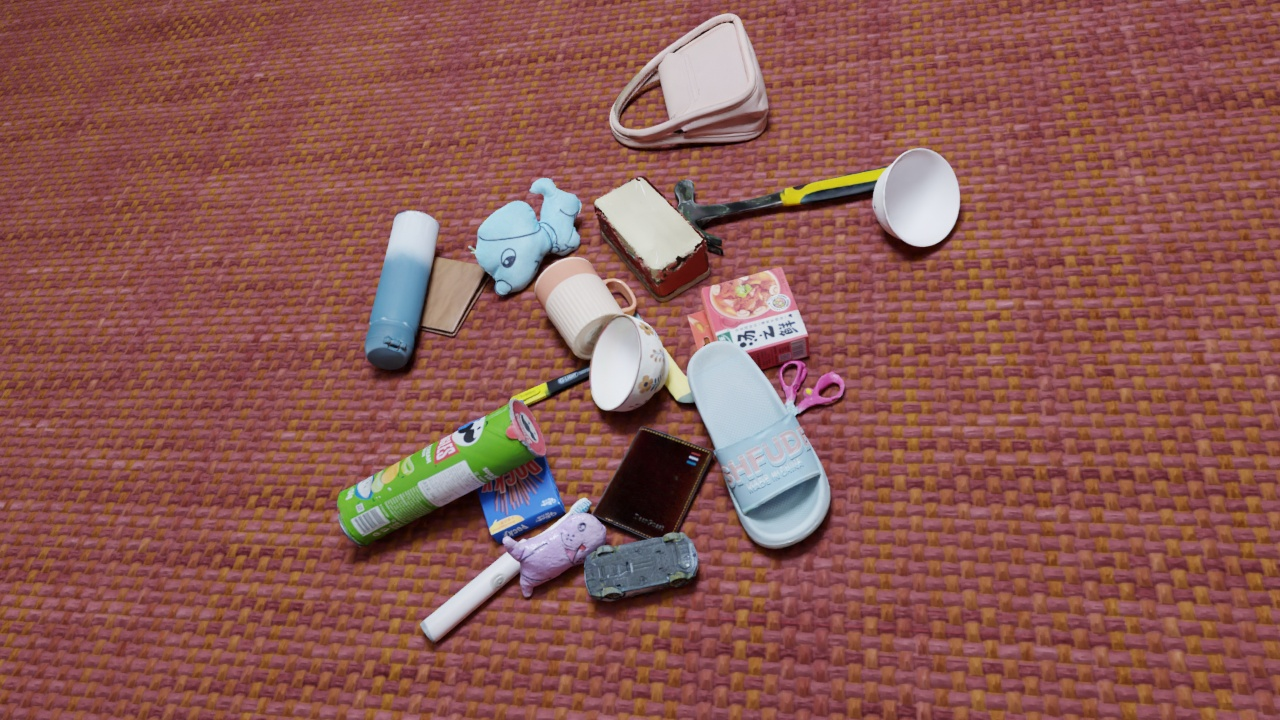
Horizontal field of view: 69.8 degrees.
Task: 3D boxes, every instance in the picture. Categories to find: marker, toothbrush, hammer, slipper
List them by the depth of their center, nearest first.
[{"bbox_3d":[0.122,0.079,0.979,0.104,0.074,0.245,-24,65,-2],"label":"slipper"},{"bbox_3d":[-0.141,0.222,0.992,0.220,0.027,0.026,-38,34,-14],"label":"toothbrush"},{"bbox_3d":[-0.102,0.029,1.123,0.124,0.015,0.018,-23,57,-5],"label":"marker"},{"bbox_3d":[0.208,-0.214,1.207,0.323,0.032,0.126,-10,54,6],"label":"hammer"}]

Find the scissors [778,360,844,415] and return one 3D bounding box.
[{"bbox_3d":[0.165,0.052,1.043,0.137,0.017,0.096,-41,57,-11],"label":"scissors"}]

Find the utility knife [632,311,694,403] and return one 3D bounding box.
[{"bbox_3d":[0.023,-0.005,1.115,0.031,0.019,0.173,-26,55,-10],"label":"utility knife"}]

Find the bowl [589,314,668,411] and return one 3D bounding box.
[{"bbox_3d":[-0.006,0.006,1.074,0.062,0.114,0.113,10,46,-30],"label":"bowl"}]

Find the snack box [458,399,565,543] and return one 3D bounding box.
[{"bbox_3d":[-0.150,0.125,1.060,0.084,0.026,0.157,-25,53,-2],"label":"snack box"}]

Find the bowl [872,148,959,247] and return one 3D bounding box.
[{"bbox_3d":[0.328,-0.198,1.136,0.118,0.118,0.065,-43,18,-16],"label":"bowl"}]

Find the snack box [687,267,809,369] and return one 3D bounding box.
[{"bbox_3d":[0.125,-0.043,1.099,0.127,0.044,0.113,-16,53,3],"label":"snack box"}]

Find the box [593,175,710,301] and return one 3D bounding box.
[{"bbox_3d":[0.011,-0.165,1.192,0.091,0.079,0.168,-31,54,-10],"label":"box"}]

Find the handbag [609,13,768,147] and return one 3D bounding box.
[{"bbox_3d":[0.062,-0.388,1.344,0.234,0.093,0.193,-17,53,12],"label":"handbag"}]

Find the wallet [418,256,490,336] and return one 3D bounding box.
[{"bbox_3d":[-0.269,-0.089,1.247,0.101,0.020,0.115,11,62,23],"label":"wallet"}]

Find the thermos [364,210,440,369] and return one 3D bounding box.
[{"bbox_3d":[-0.317,-0.094,1.216,0.070,0.070,0.220,-2,60,12],"label":"thermos"}]

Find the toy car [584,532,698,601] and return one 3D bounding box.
[{"bbox_3d":[0.001,0.216,0.953,0.121,0.037,0.054,-14,56,4],"label":"toy car"}]

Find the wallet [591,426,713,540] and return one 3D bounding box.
[{"bbox_3d":[0.014,0.139,1.017,0.096,0.020,0.122,18,64,24],"label":"wallet"}]

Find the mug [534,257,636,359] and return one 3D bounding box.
[{"bbox_3d":[-0.059,-0.067,1.147,0.114,0.082,0.106,-14,51,-28],"label":"mug"}]

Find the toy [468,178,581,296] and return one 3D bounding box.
[{"bbox_3d":[-0.154,-0.165,1.226,0.156,0.050,0.161,1,94,-23],"label":"toy"}]

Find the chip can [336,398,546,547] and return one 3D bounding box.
[{"bbox_3d":[-0.224,0.127,1.024,0.236,0.072,0.072,-28,53,9],"label":"chip can"}]

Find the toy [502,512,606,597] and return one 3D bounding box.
[{"bbox_3d":[-0.087,0.197,0.969,0.108,0.084,0.039,-23,33,-9],"label":"toy"}]
